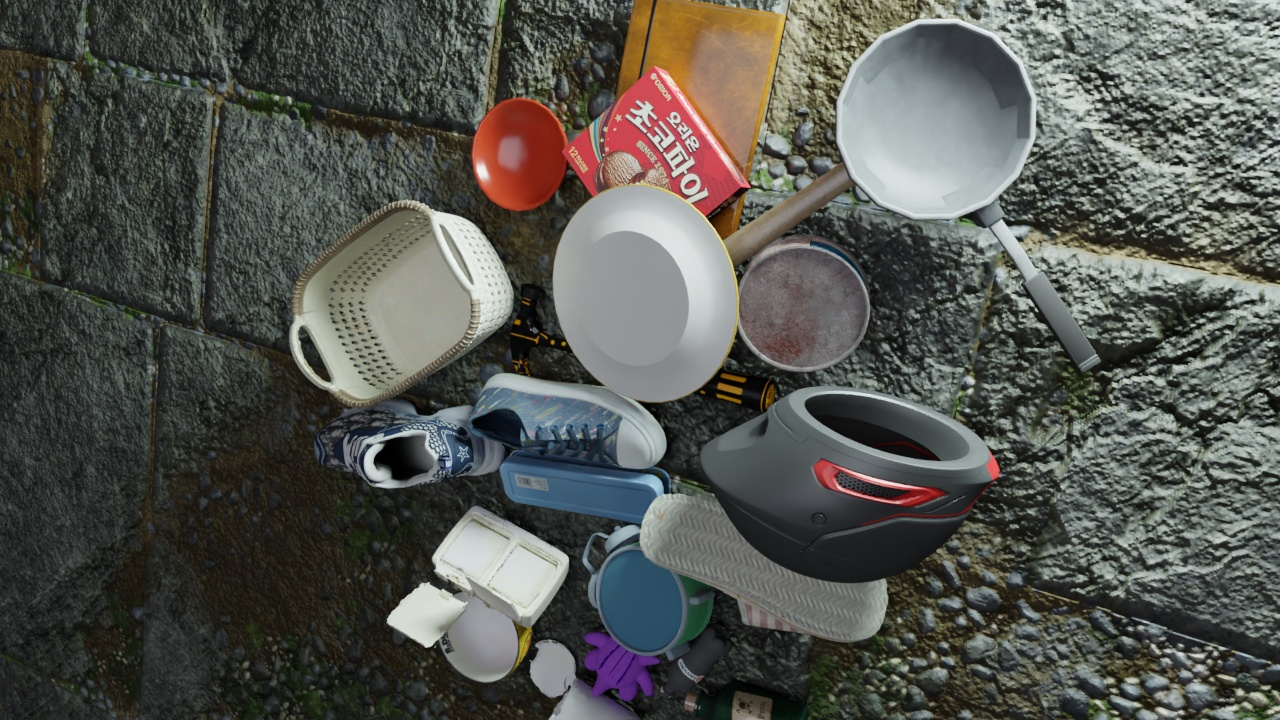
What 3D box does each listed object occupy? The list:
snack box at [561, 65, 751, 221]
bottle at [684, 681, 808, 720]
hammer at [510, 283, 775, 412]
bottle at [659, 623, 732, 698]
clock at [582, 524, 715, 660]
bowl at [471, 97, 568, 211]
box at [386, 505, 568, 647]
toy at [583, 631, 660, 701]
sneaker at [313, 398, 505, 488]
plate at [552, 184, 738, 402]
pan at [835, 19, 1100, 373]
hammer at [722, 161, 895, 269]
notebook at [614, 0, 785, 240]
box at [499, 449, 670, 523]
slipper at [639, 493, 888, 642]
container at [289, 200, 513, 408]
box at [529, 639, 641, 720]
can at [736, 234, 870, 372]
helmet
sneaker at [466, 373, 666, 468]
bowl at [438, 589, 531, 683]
[{"bbox_3d":[0.015,-0.199,0.953,0.133,0.035,0.152,-37,83,23],"label":"snack box"},{"bbox_3d":[0.112,0.394,1.007,0.131,0.061,0.061,12,105,21],"label":"bottle"},{"bbox_3d":[-0.006,0.006,1.015,0.321,0.036,0.123,15,108,22],"label":"hammer"},{"bbox_3d":[0.060,0.343,1.035,0.036,0.036,0.110,43,112,12],"label":"bottle"},{"bbox_3d":[0.002,0.251,1.030,0.162,0.075,0.122,31,108,30],"label":"clock"},{"bbox_3d":[-0.128,-0.229,1.028,0.122,0.035,0.122,4,100,23],"label":"bowl"},{"bbox_3d":[-0.176,0.244,1.042,0.145,0.185,0.095,24,122,13],"label":"box"},{"bbox_3d":[-0.024,0.350,1.061,0.106,0.055,0.088,38,112,14],"label":"toy"},{"bbox_3d":[-0.305,0.109,1.103,0.270,0.132,0.103,-2,99,25],"label":"sneaker"},{"bbox_3d":[-0.005,-0.065,0.949,0.230,0.021,0.230,10,109,32],"label":"plate"},{"bbox_3d":[0.313,-0.141,0.840,0.179,0.041,0.357,-34,92,4],"label":"pan"},{"bbox_3d":[0.127,-0.134,0.925,0.332,0.030,0.119,-33,88,20],"label":"hammer"},{"bbox_3d":[0.038,-0.246,0.965,0.178,0.014,0.249,17,104,20],"label":"notebook"},{"bbox_3d":[-0.063,0.145,1.069,0.210,0.049,0.066,6,119,25],"label":"box"},{"bbox_3d":[0.125,0.218,0.962,0.263,0.052,0.114,20,71,7],"label":"slipper"},{"bbox_3d":[-0.269,-0.065,1.055,0.247,0.142,0.184,-29,87,25],"label":"container"},{"bbox_3d":[-0.076,0.412,1.089,0.162,0.112,0.085,32,113,1],"label":"box"},{"bbox_3d":[0.160,-0.056,0.907,0.130,0.044,0.130,5,114,12],"label":"can"},{"bbox_3d":[0.185,0.125,0.879,0.265,0.163,0.170,16,115,11],"label":"helmet"},{"bbox_3d":[-0.089,0.074,1.023,0.236,0.079,0.088,14,126,21],"label":"sneaker"},{"bbox_3d":[-0.182,0.324,1.119,0.117,0.067,0.117,4,100,22],"label":"bowl"}]
